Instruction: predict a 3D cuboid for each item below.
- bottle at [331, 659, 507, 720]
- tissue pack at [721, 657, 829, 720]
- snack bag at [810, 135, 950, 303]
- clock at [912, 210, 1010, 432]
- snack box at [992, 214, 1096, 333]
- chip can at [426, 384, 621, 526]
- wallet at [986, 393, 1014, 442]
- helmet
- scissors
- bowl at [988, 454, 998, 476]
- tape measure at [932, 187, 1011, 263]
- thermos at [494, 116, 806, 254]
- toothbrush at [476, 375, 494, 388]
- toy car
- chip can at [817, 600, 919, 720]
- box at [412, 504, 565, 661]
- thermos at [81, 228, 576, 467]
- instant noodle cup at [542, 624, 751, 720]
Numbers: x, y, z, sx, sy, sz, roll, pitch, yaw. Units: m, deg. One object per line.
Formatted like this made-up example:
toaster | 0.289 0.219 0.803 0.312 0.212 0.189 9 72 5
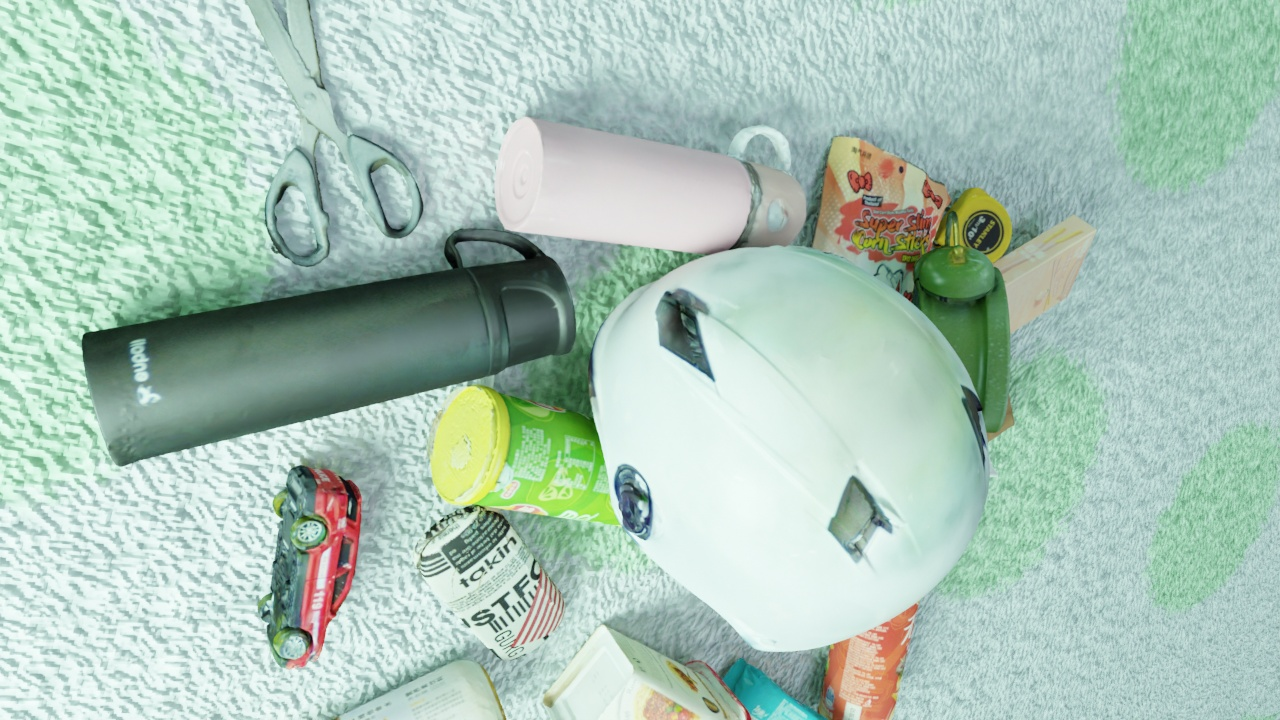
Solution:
bottle | -0.182 0.263 0.597 0.189 0.068 0.068 -20 118 -23
tissue pack | 0.108 0.330 0.798 0.133 0.050 0.093 40 86 -16
snack bag | 0.169 -0.052 0.698 0.128 0.073 0.208 12 95 -34
clock | 0.222 -0.024 0.647 0.056 0.116 0.161 0 96 12
snack box | 0.313 -0.055 0.780 0.157 0.026 0.085 -30 145 -19
chip can | -0.027 0.072 0.601 0.221 0.072 0.072 18 99 -41
wallet | 0.285 0.044 0.826 0.115 0.020 0.101 -32 121 -14
helmet | 0.100 0.032 0.539 0.228 0.146 0.258 -30 83 -31
scissors | -0.169 -0.133 0.484 0.163 0.014 0.165 24 93 -34
bowl | 0.231 0.062 0.755 0.118 0.118 0.064 6 83 -33
tape measure | 0.270 -0.105 0.746 0.057 0.029 0.060 36 91 -11
thermos | 0.014 -0.112 0.569 0.198 0.067 0.087 1 104 -31
toothbrush | -0.107 0.051 0.591 0.017 0.016 0.188 2 109 -22
toy car | -0.194 0.122 0.542 0.045 0.053 0.120 7 104 -36
chip can | 0.209 0.243 0.824 0.073 0.073 0.217 -5 111 -30
box | -0.093 0.152 0.606 0.068 0.051 0.164 -49 141 -20
thermos | -0.162 -0.016 0.502 0.242 0.090 0.069 -14 157 -24
instant noodle cup | 0.002 0.274 0.694 0.124 0.117 0.116 40 86 -24
